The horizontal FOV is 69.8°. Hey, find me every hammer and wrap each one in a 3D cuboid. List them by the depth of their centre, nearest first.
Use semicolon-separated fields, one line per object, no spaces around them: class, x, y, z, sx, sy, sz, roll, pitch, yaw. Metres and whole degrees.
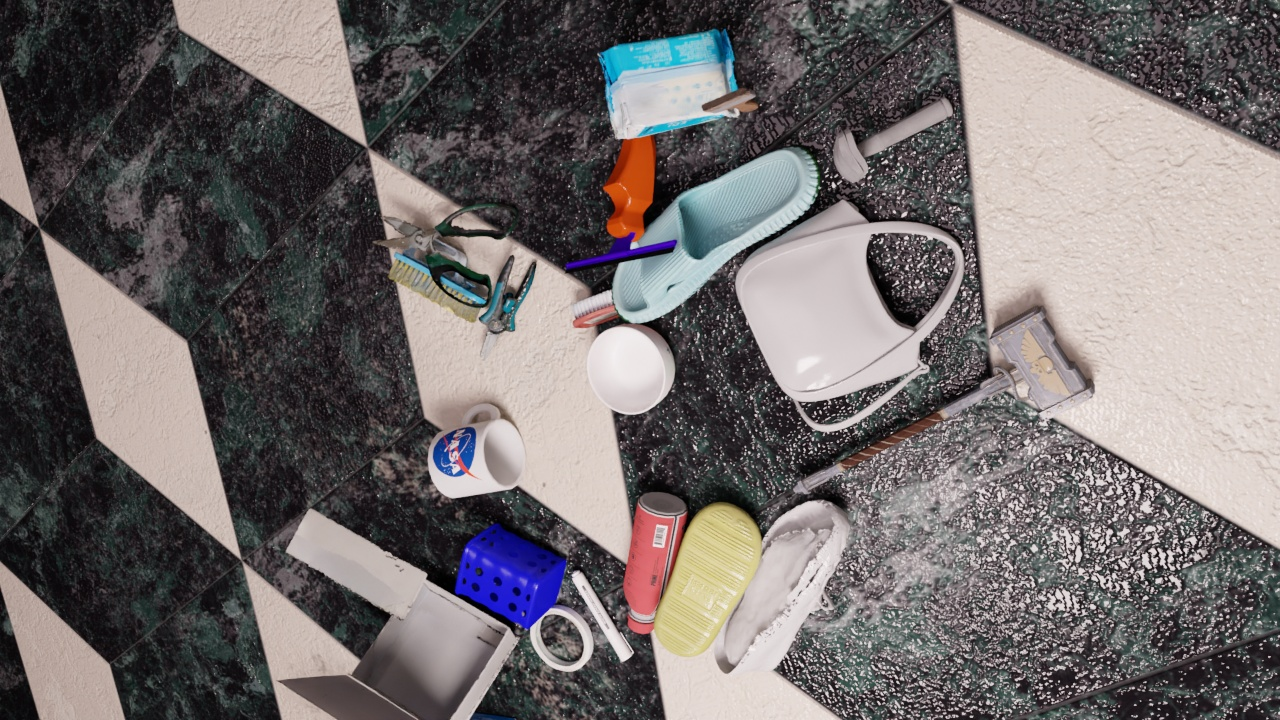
hammer;0.292;0.067;0.955;0.323;0.044;0.098;-34;87;29

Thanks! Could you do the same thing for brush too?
brush;0.098;-0.255;0.915;0.045;0.142;0.008;-18;95;20
brush;-0.008;-0.075;1.076;0.173;0.041;0.030;-17;80;26
brush;-0.250;-0.107;1.178;0.136;0.055;0.075;29;92;17

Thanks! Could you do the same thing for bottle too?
bottle;0.014;0.254;1.130;0.062;0.062;0.177;17;110;22

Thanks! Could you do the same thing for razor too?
razor;0.248;-0.222;0.898;0.116;0.088;0.047;-27;90;10

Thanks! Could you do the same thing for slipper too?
slipper;0.065;-0.142;0.985;0.277;0.069;0.115;-31;54;25
slipper;0.168;0.266;1.051;0.112;0.074;0.247;47;121;44
slipper;0.083;0.259;1.088;0.092;0.081;0.190;25;96;15

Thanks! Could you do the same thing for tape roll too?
tape roll;-0.108;0.378;1.249;0.093;0.013;0.093;6;105;24

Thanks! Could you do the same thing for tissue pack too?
tissue pack;0.032;-0.288;0.962;0.144;0.062;0.093;-12;93;-8

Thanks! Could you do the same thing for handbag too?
handbag;0.229;-0.056;0.954;0.223;0.095;0.216;-24;92;17

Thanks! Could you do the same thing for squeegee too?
squeegee;-0.011;-0.197;1.023;0.250;0.055;0.184;0;85;60

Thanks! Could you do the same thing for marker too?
marker;-0.051;0.334;1.209;0.020;0.017;0.133;-31;87;-8

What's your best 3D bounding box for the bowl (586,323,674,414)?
bowl;-0.006;0.006;1.084;0.105;0.054;0.105;8;108;26

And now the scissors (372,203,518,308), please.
scissors;-0.241;-0.163;1.153;0.209;0.015;0.154;32;88;19

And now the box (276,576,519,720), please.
box;-0.356;0.454;1.114;0.167;0.504;0.149;23;116;19

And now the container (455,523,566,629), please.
container;-0.170;0.285;1.217;0.114;0.084;0.084;22;112;19

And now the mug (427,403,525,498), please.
mug;-0.212;0.114;1.201;0.090;0.091;0.121;-13;62;28

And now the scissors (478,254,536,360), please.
scissors;-0.167;-0.065;1.158;0.139;0.019;0.129;-24;122;0

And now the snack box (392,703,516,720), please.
snack box;-0.318;0.567;1.298;0.239;0.195;0.056;-3;100;27
